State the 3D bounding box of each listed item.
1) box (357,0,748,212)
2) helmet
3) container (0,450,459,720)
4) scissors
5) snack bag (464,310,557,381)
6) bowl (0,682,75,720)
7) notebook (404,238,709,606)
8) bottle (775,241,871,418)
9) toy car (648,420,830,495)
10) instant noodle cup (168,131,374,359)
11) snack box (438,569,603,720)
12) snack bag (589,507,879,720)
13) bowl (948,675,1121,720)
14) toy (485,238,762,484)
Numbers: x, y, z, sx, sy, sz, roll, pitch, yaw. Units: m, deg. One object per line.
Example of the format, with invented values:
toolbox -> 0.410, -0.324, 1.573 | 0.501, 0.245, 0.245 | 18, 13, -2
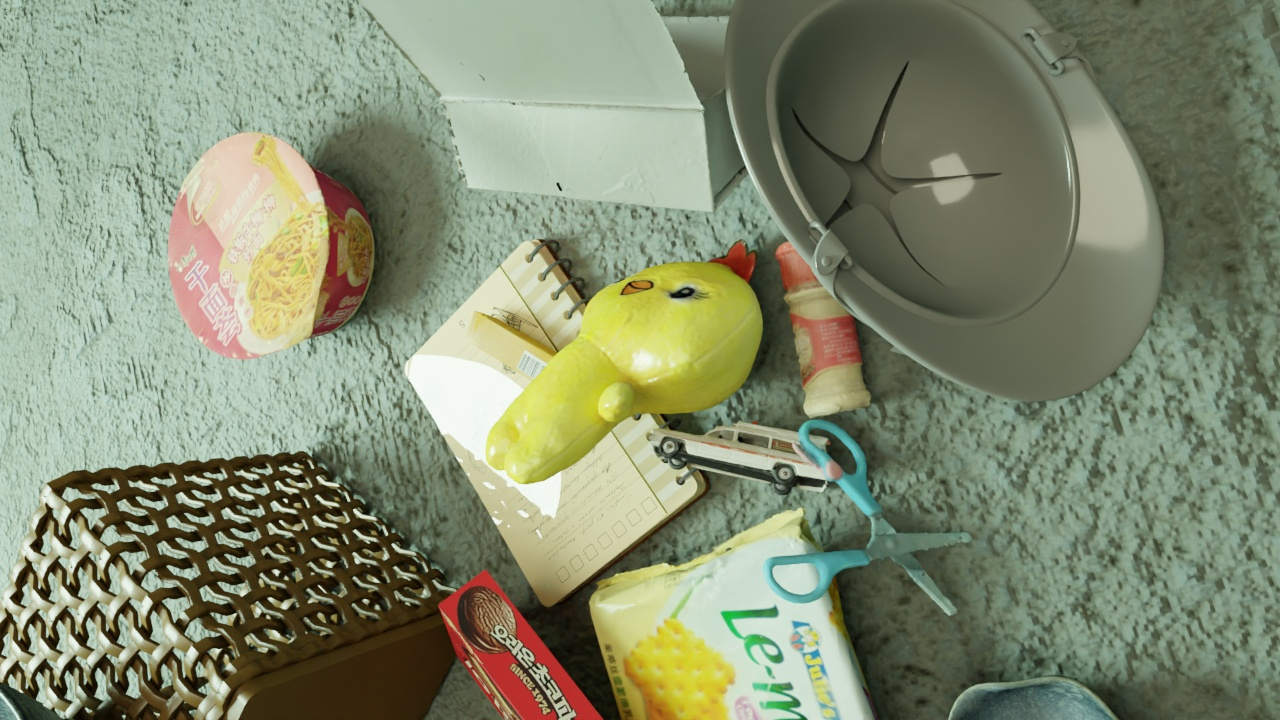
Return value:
box -> -0.037, -0.182, 0.471 | 0.167, 0.330, 0.164 | 10, 78, 26
helmet -> 0.146, -0.097, 0.507 | 0.183, 0.118, 0.271 | -42, 94, -8
container -> -0.306, 0.236, 0.670 | 0.214, 0.219, 0.252 | 34, 104, 24
scissors -> 0.121, 0.102, 0.521 | 0.129, 0.015, 0.135 | -36, 74, -23
snack bag -> -0.084, -0.005, 0.644 | 0.099, 0.020, 0.026 | 29, 99, 27
bowl -> -0.363, 0.248, 0.542 | 0.137, 0.057, 0.137 | -1, 89, 27
notebook -> -0.068, 0.041, 0.661 | 0.168, 0.024, 0.225 | -41, 72, 22
bottle -> 0.112, -0.021, 0.559 | 0.044, 0.044, 0.109 | -11, 85, 26
toy car -> 0.063, 0.055, 0.573 | 0.113, 0.039, 0.039 | 12, 71, 12
instant noodle cup -> -0.294, -0.089, 0.750 | 0.179, 0.077, 0.178 | 0, 89, 26
snack box -> -0.067, 0.227, 0.603 | 0.035, 0.133, 0.152 | -35, 68, -23
snack bag -> 0.074, 0.228, 0.561 | 0.160, 0.068, 0.247 | -22, 79, 24
bowl -> 0.220, 0.218, 0.493 | 0.110, 0.055, 0.110 | 0, 89, 28
toy -> -0.003, 0.003, 0.558 | 0.134, 0.207, 0.092 | 16, 133, 60
